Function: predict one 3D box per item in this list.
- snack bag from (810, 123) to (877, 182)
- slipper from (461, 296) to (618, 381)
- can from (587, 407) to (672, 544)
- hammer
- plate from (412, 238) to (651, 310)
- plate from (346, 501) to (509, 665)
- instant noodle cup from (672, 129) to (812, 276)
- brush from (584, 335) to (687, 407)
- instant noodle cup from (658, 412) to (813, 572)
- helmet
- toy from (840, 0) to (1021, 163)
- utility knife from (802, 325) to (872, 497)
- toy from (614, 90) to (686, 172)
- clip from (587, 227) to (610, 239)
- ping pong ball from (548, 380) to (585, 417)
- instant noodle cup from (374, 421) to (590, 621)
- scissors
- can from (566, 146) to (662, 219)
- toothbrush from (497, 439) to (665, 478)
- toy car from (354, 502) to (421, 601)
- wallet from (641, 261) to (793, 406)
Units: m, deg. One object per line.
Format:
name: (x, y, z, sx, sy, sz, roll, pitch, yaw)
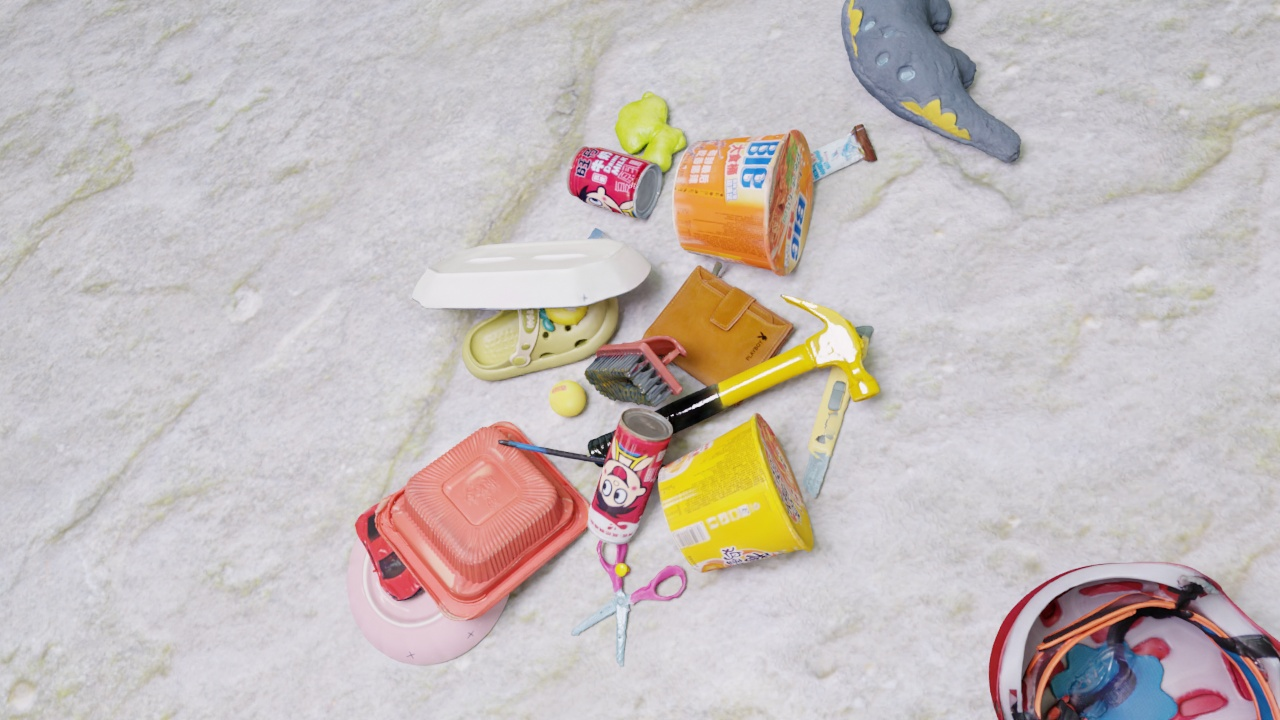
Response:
snack bag: (0.207, -0.224, 1.021, 0.104, 0.026, 0.048, -21, 80, 8)
slipper: (-0.118, -0.036, 1.013, 0.191, 0.081, 0.091, -21, 70, 10)
can: (-0.012, 0.116, 0.907, 0.053, 0.053, 0.133, 30, 119, 22)
hammer: (0.082, 0.035, 0.934, 0.301, 0.033, 0.128, -26, 74, 14)
plate: (-0.122, -0.098, 0.994, 0.266, 0.161, 0.034, 0, 114, 22)
plate: (-0.230, 0.221, 0.972, 0.193, 0.039, 0.192, -5, 70, 13)
instant noodle cup: (0.107, -0.169, 0.968, 0.111, 0.151, 0.151, 9, 73, 26)
brush: (-0.006, 0.006, 0.947, 0.069, 0.146, 0.063, -44, 107, -18)
instant noodle cup: (0.088, 0.134, 0.874, 0.110, 0.138, 0.138, -24, 66, 15)
helmet: (0.393, 0.274, 0.735, 0.207, 0.144, 0.240, -38, 80, 0)
toy: (0.294, -0.356, 1.011, 0.138, 0.091, 0.356, -14, 70, -4)
utility knife: (0.199, 0.048, 0.936, 0.031, 0.020, 0.190, 14, 79, 25)
toy: (0.007, -0.270, 1.088, 0.100, 0.031, 0.096, 31, 83, 22)
clip: (-0.034, -0.128, 1.055, 0.058, 0.043, 0.026, 33, 78, 15)
ping pong ball: (-0.079, 0.041, 0.995, 0.040, 0.040, 0.040, -5, 70, 13)
instant noodle cup: (-0.161, 0.149, 0.930, 0.188, 0.079, 0.164, -38, 66, -25)
scissors: (-0.011, 0.238, 0.922, 0.130, 0.017, 0.133, -3, 75, 11)
can: (-0.031, -0.206, 1.056, 0.094, 0.066, 0.066, 21, 77, 20)
toothbrush: (-0.052, 0.099, 0.938, 0.189, 0.014, 0.016, 13, 71, -10)
toy car: (-0.258, 0.197, 0.949, 0.049, 0.031, 0.106, -33, 68, 3)
wallet: (0.086, -0.033, 0.985, 0.131, 0.035, 0.119, 35, 88, 22)
